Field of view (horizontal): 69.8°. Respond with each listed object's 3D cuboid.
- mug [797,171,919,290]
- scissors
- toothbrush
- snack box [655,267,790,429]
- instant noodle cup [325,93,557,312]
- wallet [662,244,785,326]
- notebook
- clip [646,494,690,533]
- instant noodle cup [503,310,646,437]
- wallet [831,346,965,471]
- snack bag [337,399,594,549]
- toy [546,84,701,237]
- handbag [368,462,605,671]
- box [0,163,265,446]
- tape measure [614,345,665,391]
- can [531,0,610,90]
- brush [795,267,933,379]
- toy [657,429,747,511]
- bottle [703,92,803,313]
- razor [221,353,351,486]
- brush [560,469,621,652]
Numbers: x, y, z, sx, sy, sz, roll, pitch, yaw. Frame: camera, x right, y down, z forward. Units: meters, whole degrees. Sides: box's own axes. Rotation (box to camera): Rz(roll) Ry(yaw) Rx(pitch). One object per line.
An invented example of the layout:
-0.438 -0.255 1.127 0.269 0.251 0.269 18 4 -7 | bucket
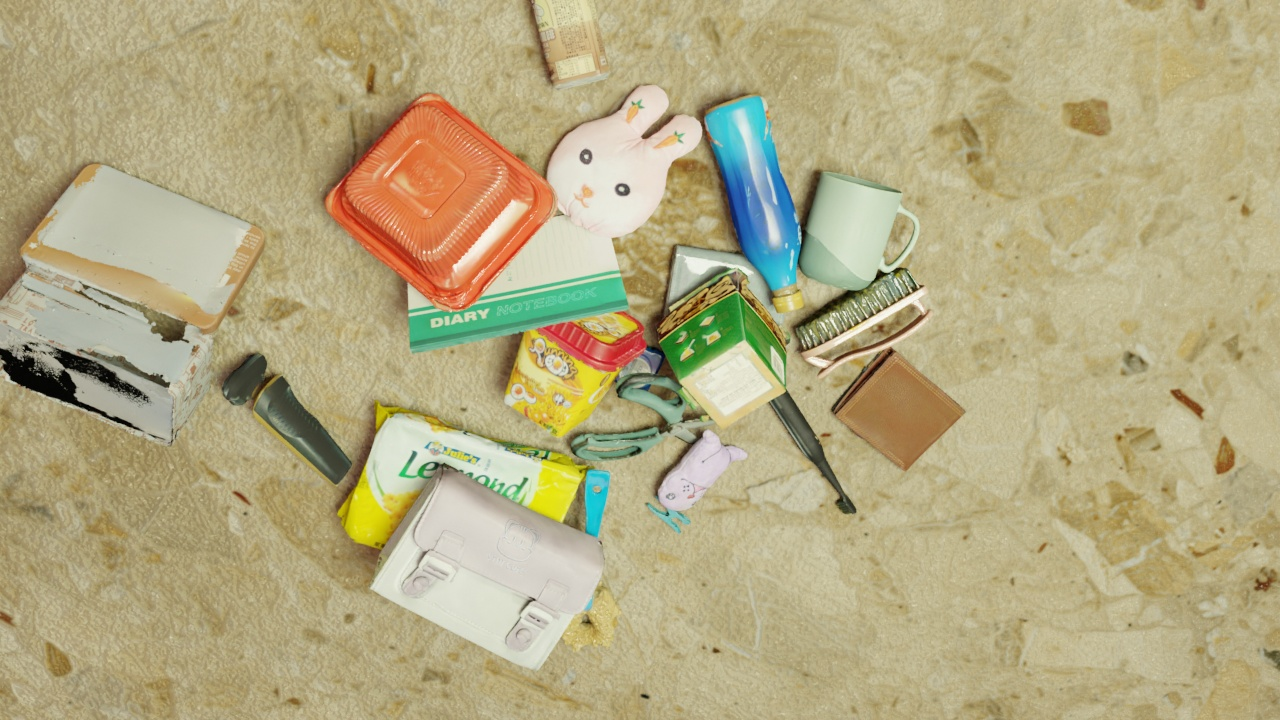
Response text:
0.226 -0.129 0.946 0.112 0.082 0.106 15 108 6 | mug
0.005 0.060 0.980 0.170 0.019 0.181 -8 143 -2 | scissors
0.192 0.097 1.048 0.027 0.026 0.212 -20 113 37 | toothbrush
0.090 -0.003 0.932 0.118 0.105 0.118 -33 120 17 | snack box
-0.192 -0.156 0.864 0.189 0.079 0.164 38 84 8 | instant noodle cup
0.093 -0.063 0.982 0.129 0.037 0.107 7 105 -7 | wallet
-0.126 -0.082 0.905 0.209 0.150 0.012 -12 139 -3 | notebook
0.033 0.177 1.062 0.057 0.014 0.045 39 101 -16 | clip
-0.074 0.002 0.943 0.116 0.115 0.124 33 115 12 | instant noodle cup
0.293 0.058 1.044 0.124 0.032 0.101 37 103 -14 | wallet
-0.192 0.147 1.002 0.246 0.068 0.158 19 105 -12 | snack bag
-0.018 -0.200 0.913 0.121 0.054 0.159 42 91 11 | toy
-0.155 0.212 0.945 0.197 0.098 0.145 31 97 -15 | handbag
-0.501 -0.050 0.909 0.181 0.197 0.158 22 145 -13 | box
-0.006 0.006 1.000 0.054 0.025 0.058 25 99 -10 | tape measure
-0.069 -0.322 0.875 0.058 0.058 0.116 -14 108 -1 | can
0.239 -0.040 0.990 0.146 0.063 0.073 -31 97 5 | brush
0.065 0.128 1.036 0.083 0.039 0.108 29 105 -42 | toy
0.122 -0.155 0.929 0.065 0.065 0.219 -17 100 0 | bottle
-0.371 0.069 0.974 0.068 0.062 0.167 -22 117 33 | razor
-0.057 0.230 1.035 0.083 0.045 0.255 6 119 0 | brush
